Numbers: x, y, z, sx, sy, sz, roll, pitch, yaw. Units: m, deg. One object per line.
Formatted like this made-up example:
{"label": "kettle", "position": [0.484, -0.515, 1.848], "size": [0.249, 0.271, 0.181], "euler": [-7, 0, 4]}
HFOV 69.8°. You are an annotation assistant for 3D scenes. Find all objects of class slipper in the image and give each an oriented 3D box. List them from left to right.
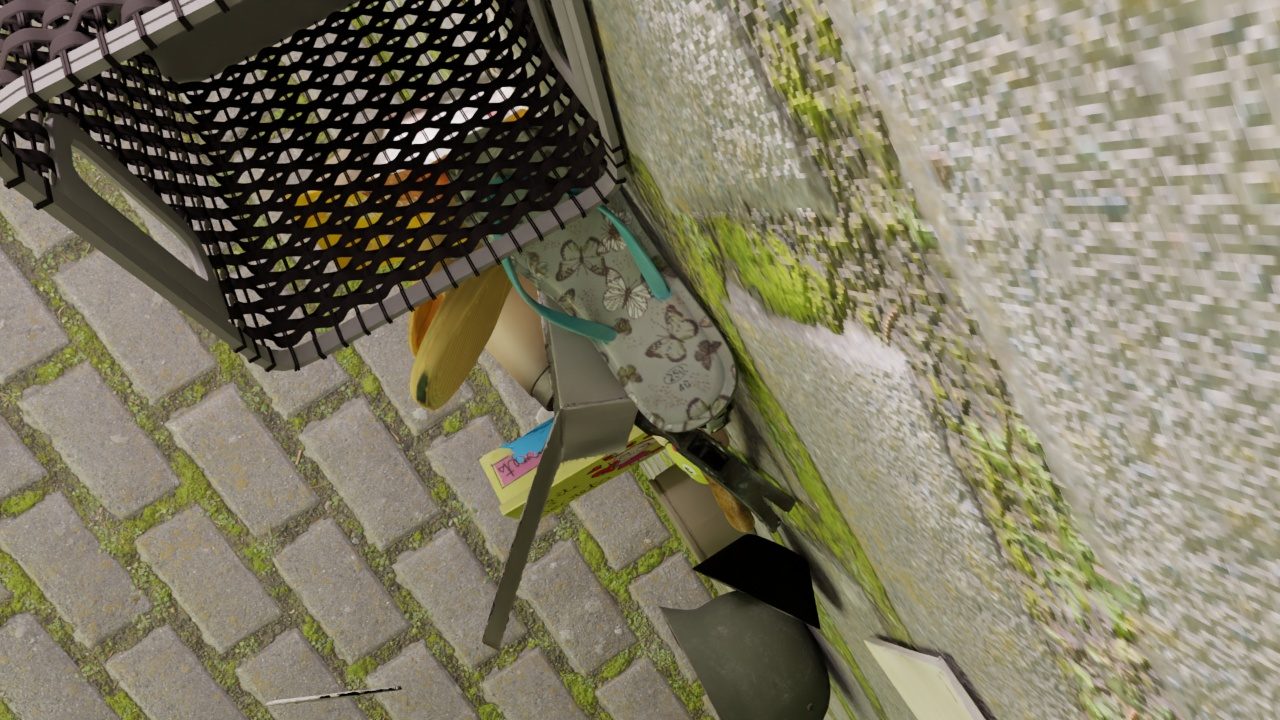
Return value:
{"label": "slipper", "position": [-0.133, -0.083, 0.714], "size": [0.078, 0.262, 0.100], "euler": [23, 139, -2]}
{"label": "slipper", "position": [-0.036, -0.069, 0.601], "size": [0.269, 0.098, 0.054], "euler": [47, -170, 15]}

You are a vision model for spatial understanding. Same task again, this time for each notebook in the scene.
{"label": "notebook", "position": [0.217, 0.257, 0.613], "size": [0.153, 0.012, 0.209], "euler": [56, 175, 12]}

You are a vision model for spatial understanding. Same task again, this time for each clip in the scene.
{"label": "clip", "position": [0.059, 0.058, 0.823], "size": [0.061, 0.025, 0.045], "euler": [61, 174, -1]}

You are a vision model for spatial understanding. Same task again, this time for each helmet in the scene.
{"label": "helmet", "position": [0.153, 0.392, 1.160], "size": [0.268, 0.153, 0.227], "euler": [66, 172, -27]}

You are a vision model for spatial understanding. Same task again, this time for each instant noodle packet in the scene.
{"label": "instant noodle packet", "position": [-0.199, -0.161, 0.843], "size": [0.084, 0.221, 0.163], "euler": [59, 174, 16]}

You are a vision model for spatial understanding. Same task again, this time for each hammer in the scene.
{"label": "hammer", "position": [0.080, 0.120, 0.829], "size": [0.132, 0.033, 0.330], "euler": [34, 171, 19]}

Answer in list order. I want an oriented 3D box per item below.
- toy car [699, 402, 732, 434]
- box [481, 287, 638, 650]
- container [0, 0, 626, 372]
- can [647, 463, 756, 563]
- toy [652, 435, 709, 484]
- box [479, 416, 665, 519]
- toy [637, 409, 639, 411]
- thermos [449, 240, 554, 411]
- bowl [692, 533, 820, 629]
{"label": "toy car", "position": [0.048, 0.034, 0.746], "size": [0.048, 0.033, 0.105], "euler": [55, 175, 13]}
{"label": "box", "position": [-0.060, 0.097, 0.680], "size": [0.166, 0.108, 0.418], "euler": [103, 172, -71]}
{"label": "container", "position": [-0.185, -0.188, 0.497], "size": [0.243, 0.245, 0.247], "euler": [59, 175, 23]}
{"label": "can", "position": [0.072, 0.177, 1.095], "size": [0.127, 0.073, 0.128], "euler": [57, 174, 8]}
{"label": "toy", "position": [0.041, 0.077, 0.944], "size": [0.118, 0.043, 0.092], "euler": [47, 168, 10]}
{"label": "box", "position": [-0.063, 0.101, 1.055], "size": [0.079, 0.221, 0.124], "euler": [58, 178, 18]}
{"label": "toy", "position": [0.006, 0.005, 0.761], "size": [0.135, 0.045, 0.091], "euler": [66, -157, -82]}
{"label": "thermos", "position": [-0.123, -0.070, 1.016], "size": [0.226, 0.172, 0.173], "euler": [50, 173, 11]}
{"label": "bowl", "position": [0.114, 0.191, 0.828], "size": [0.124, 0.052, 0.124], "euler": [25, 169, 5]}
